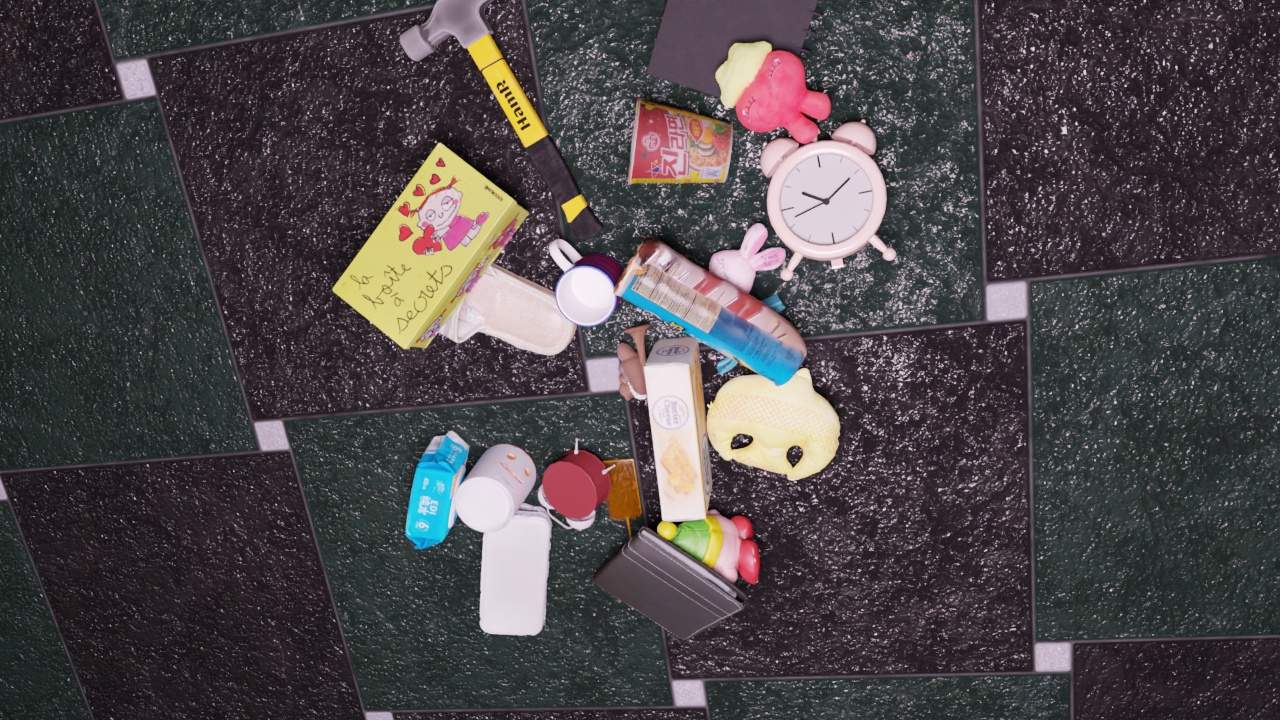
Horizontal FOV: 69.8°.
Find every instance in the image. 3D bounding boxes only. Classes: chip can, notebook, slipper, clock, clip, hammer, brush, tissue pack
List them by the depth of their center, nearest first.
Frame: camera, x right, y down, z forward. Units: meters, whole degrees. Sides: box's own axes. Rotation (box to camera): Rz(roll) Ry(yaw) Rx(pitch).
[{"bbox_3d":[0.120,-0.407,1.015,0.169,0.019,0.232,19,111,4],"label":"notebook"},{"bbox_3d":[0.213,-0.183,1.052,0.131,0.086,0.160,-11,97,13],"label":"clock"},{"bbox_3d":[0.085,-0.057,1.067,0.229,0.079,0.080,29,111,-8],"label":"chip can"},{"bbox_3d":[-0.135,-0.291,1.093,0.170,0.034,0.324,-26,104,16],"label":"hammer"},{"bbox_3d":[0.104,-0.042,1.127,0.118,0.033,0.120,19,115,-14],"label":"clip"},{"bbox_3d":[-0.213,-0.078,1.168,0.273,0.054,0.114,18,106,3],"label":"slipper"},{"bbox_3d":[0.036,0.300,1.207,0.169,0.029,0.210,33,148,-2],"label":"notebook"},{"bbox_3d":[-0.089,0.172,1.224,0.087,0.044,0.125,34,122,13],"label":"clock"},{"bbox_3d":[-0.273,0.177,1.241,0.061,0.092,0.145,14,111,-3],"label":"tissue pack"},{"bbox_3d":[-0.022,0.194,1.243,0.048,0.017,0.126,-5,108,11],"label":"brush"}]

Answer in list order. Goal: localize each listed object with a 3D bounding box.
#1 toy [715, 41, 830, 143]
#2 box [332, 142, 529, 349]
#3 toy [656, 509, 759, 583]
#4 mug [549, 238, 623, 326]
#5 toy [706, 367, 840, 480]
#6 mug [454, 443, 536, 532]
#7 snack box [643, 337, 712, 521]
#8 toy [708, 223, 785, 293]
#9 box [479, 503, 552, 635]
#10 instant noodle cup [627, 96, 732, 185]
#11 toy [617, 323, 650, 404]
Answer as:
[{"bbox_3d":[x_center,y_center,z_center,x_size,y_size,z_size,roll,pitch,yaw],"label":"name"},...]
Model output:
[{"bbox_3d":[0.146,-0.294,1.011,0.135,0.045,0.092,39,113,4],"label":"toy"},{"bbox_3d":[-0.250,-0.132,1.100,0.124,0.079,0.221,41,93,8],"label":"box"},{"bbox_3d":[0.083,0.226,1.183,0.131,0.124,0.097,-1,138,-5],"label":"toy"},{"bbox_3d":[-0.070,-0.102,1.119,0.075,0.076,0.112,-34,100,18],"label":"mug"},{"bbox_3d":[0.167,0.074,1.146,0.170,0.064,0.155,17,116,5],"label":"toy"},{"bbox_3d":[-0.191,0.168,1.216,0.082,0.105,0.082,3,109,9],"label":"mug"},{"bbox_3d":[0.050,0.086,1.148,0.057,0.104,0.208,-4,108,11],"label":"snack box"},{"bbox_3d":[0.119,-0.111,1.101,0.110,0.047,0.063,-42,106,16],"label":"toy"},{"bbox_3d":[-0.179,0.299,1.290,0.118,0.063,0.214,9,109,4],"label":"box"},{"bbox_3d":[0.045,-0.244,1.046,0.112,0.100,0.100,7,110,-1],"label":"instant noodle cup"},{"bbox_3d":[-0.007,0.007,1.163,0.055,0.041,0.102,-1,102,51],"label":"toy"}]
